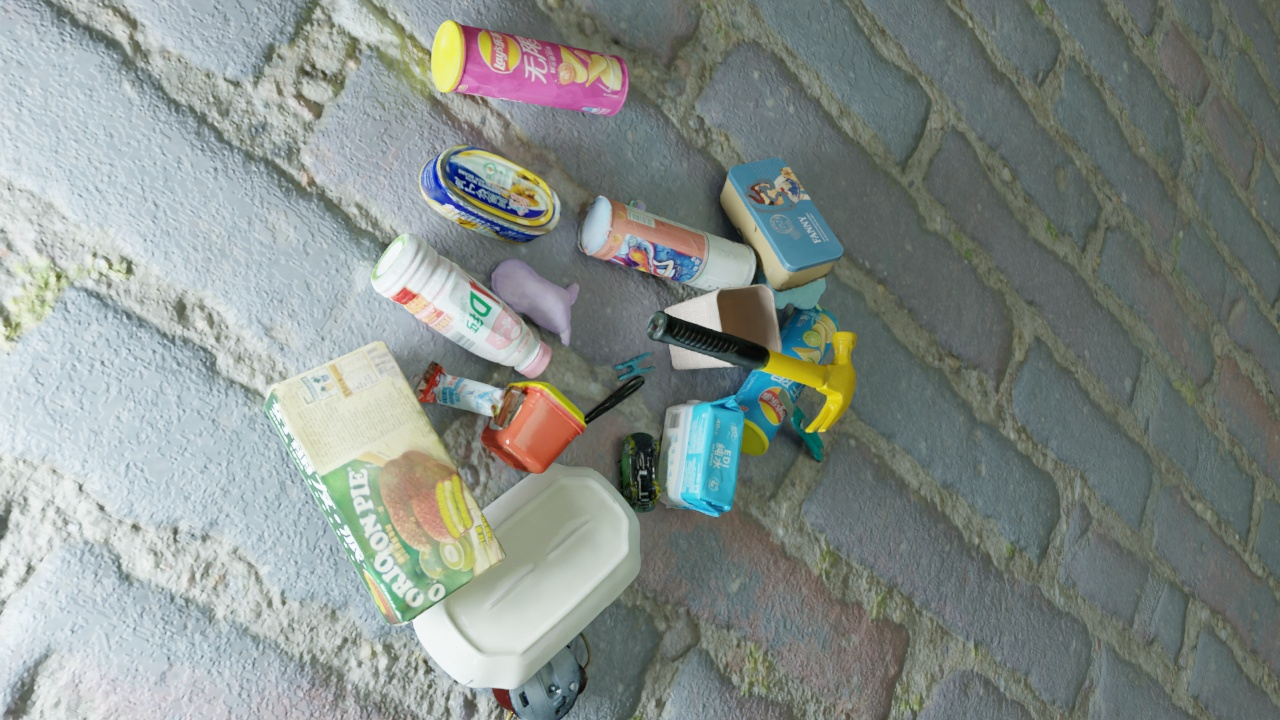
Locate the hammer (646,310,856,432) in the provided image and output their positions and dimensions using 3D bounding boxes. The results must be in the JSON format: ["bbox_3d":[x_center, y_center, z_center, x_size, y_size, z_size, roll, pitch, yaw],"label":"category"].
[{"bbox_3d":[0.134,-0.002,1.027,0.300,0.033,0.128,16,75,-34],"label":"hammer"}]

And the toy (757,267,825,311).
[{"bbox_3d":[0.188,-0.131,1.190,0.156,0.050,0.161,41,52,3],"label":"toy"}]

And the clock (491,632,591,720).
[{"bbox_3d":[-0.099,0.323,0.948,0.121,0.055,0.082,-25,98,-36],"label":"clock"}]

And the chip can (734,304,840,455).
[{"bbox_3d":[0.179,0.021,1.169,0.071,0.071,0.209,49,60,-20],"label":"chip can"}]

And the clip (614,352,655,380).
[{"bbox_3d":[-0.007,0.007,1.076,0.056,0.014,0.042,-19,95,-37],"label":"clip"}]

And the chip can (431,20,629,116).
[{"bbox_3d":[-0.116,-0.315,1.002,0.210,0.072,0.071,-2,85,-35],"label":"chip can"}]

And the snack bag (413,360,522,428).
[{"bbox_3d":[-0.174,0.034,0.921,0.026,0.104,0.048,70,40,-62],"label":"snack bag"}]

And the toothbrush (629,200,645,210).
[{"bbox_3d":[0.066,-0.158,1.144,0.189,0.029,0.020,19,116,-33],"label":"toothbrush"}]

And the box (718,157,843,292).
[{"bbox_3d":[0.175,-0.165,1.141,0.089,0.061,0.184,-19,62,-22],"label":"box"}]

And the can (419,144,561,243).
[{"bbox_3d":[-0.156,-0.175,0.971,0.148,0.049,0.074,21,73,-32],"label":"can"}]

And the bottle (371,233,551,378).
[{"bbox_3d":[-0.175,-0.049,0.934,0.197,0.068,0.068,36,65,-29],"label":"bottle"}]

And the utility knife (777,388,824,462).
[{"bbox_3d":[0.205,0.083,1.160,0.216,0.013,0.029,46,55,-54],"label":"utility knife"}]

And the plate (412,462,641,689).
[{"bbox_3d":[-0.105,0.209,0.934,0.264,0.034,0.162,-36,82,-33],"label":"plate"}]

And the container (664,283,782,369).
[{"bbox_3d":[0.094,-0.036,1.092,0.089,0.111,0.090,-9,90,-35],"label":"container"}]

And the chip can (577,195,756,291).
[{"bbox_3d":[0.034,-0.132,1.086,0.214,0.071,0.071,14,77,-33],"label":"chip can"}]

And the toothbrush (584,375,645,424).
[{"bbox_3d":[-0.056,0.064,1.034,0.180,0.018,0.015,-36,102,-34],"label":"toothbrush"}]

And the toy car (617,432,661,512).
[{"bbox_3d":[-0.003,0.128,1.050,0.043,0.036,0.091,5,83,-34],"label":"toy car"}]

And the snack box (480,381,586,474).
[{"bbox_3d":[-0.115,0.069,0.948,0.082,0.091,0.080,45,69,-23],"label":"snack box"}]

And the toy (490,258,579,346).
[{"bbox_3d":[-0.114,-0.073,0.996,0.108,0.039,0.083,28,52,-26],"label":"toy"}]

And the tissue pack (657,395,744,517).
[{"bbox_3d":[0.072,0.111,1.071,0.063,0.090,0.140,16,75,-33],"label":"tissue pack"}]

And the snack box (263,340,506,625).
[{"bbox_3d":[-0.234,0.111,0.844,0.114,0.063,0.240,-30,89,-34],"label":"snack box"}]
